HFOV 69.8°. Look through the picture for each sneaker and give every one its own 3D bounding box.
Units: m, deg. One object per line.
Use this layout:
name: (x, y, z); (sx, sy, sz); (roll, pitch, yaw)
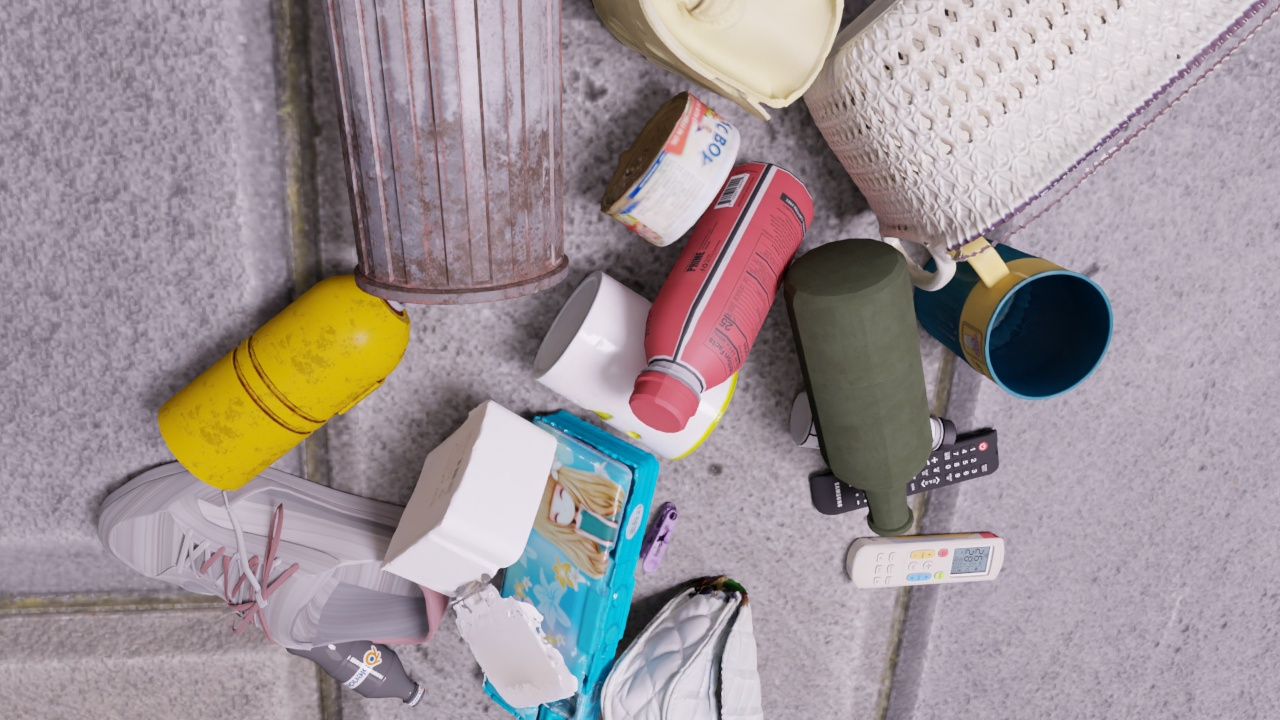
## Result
sneaker: (-0.233, 0.135, 0.592); (0.236, 0.089, 0.099); (13, 107, -14)

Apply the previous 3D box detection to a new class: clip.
clip: (0.014, 0.128, 0.665); (0.013, 0.033, 0.051); (22, 104, -15)

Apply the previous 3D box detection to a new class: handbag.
handbag: (0.035, -0.193, 0.502); (0.111, 0.119, 0.081); (20, 106, -20)
handbag: (0.046, 0.274, 0.672); (0.073, 0.138, 0.195); (7, 118, 34)

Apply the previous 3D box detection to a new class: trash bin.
trash bin: (-0.102, -0.149, 0.490); (0.130, 0.130, 0.211); (-3, 112, -8)

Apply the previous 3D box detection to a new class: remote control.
remote control: (0.199, 0.082, 0.682); (0.147, 0.015, 0.033); (-14, 111, -4)
remote control: (0.222, 0.155, 0.712); (0.125, 0.018, 0.038); (-1, 110, -10)

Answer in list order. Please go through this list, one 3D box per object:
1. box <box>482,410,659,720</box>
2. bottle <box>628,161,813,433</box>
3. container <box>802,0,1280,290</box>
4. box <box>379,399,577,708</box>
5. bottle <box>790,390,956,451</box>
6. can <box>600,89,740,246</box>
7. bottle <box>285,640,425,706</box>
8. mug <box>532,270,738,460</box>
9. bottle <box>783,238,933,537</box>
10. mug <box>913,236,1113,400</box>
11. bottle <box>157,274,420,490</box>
box: (-0.053, 0.154, 0.630); (0.039, 0.094, 0.227); (-12, 120, -52)
bottle: (0.045, -0.037, 0.538); (0.062, 0.062, 0.176); (40, 59, -20)
container: (0.211, -0.175, 0.510); (0.252, 0.184, 0.143); (-42, 99, 5)
box: (-0.099, 0.123, 0.562); (0.101, 0.188, 0.112); (11, 150, -31)
bottle: (0.167, 0.047, 0.651); (0.116, 0.041, 0.041); (7, 108, -12)
can: (0.017, -0.113, 0.544); (0.043, 0.086, 0.086); (32, 102, -18)
bottle: (-0.202, 0.214, 0.654); (0.110, 0.036, 0.036); (40, 99, -20)
mug: (-0.003, 0.003, 0.586); (0.106, 0.082, 0.083); (32, 102, -17)
bottle: (0.143, 0.028, 0.574); (0.071, 0.071, 0.207); (-20, 123, -2)
mug: (0.228, -0.043, 0.593); (0.083, 0.107, 0.113); (-40, 111, 8)
bottle: (-0.204, 0.004, 0.561); (0.164, 0.071, 0.071); (-37, 111, 5)
